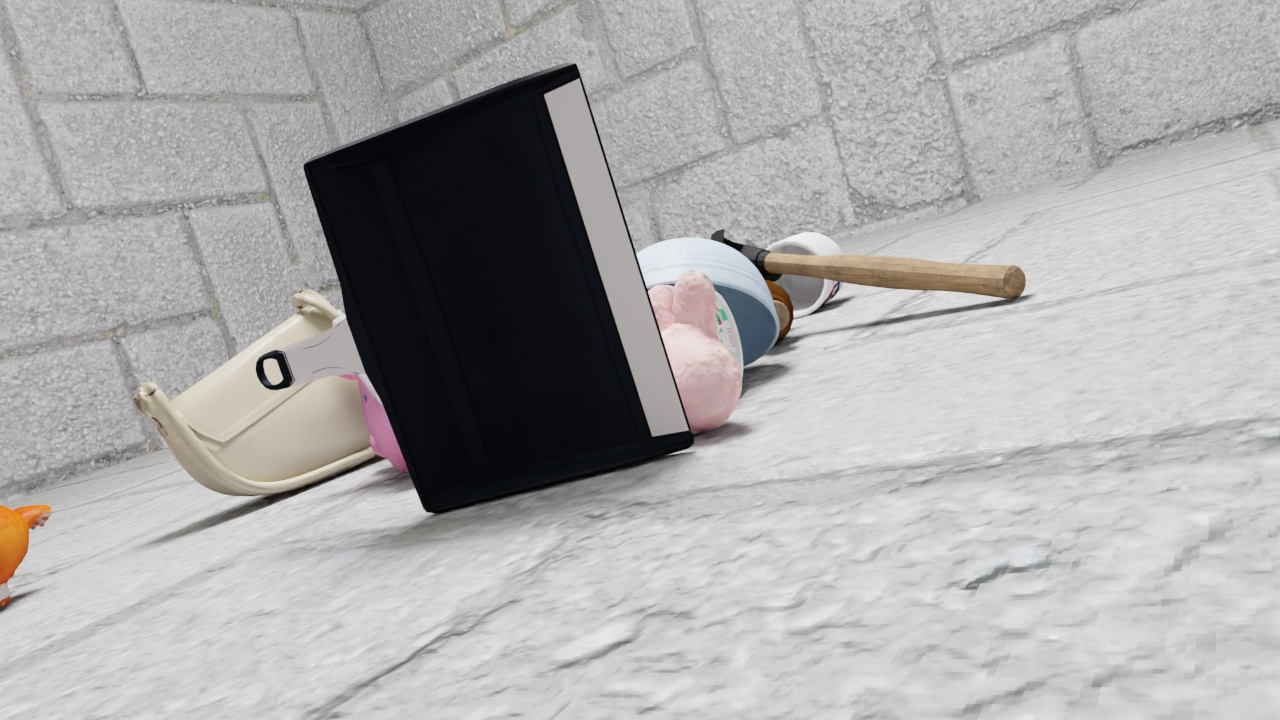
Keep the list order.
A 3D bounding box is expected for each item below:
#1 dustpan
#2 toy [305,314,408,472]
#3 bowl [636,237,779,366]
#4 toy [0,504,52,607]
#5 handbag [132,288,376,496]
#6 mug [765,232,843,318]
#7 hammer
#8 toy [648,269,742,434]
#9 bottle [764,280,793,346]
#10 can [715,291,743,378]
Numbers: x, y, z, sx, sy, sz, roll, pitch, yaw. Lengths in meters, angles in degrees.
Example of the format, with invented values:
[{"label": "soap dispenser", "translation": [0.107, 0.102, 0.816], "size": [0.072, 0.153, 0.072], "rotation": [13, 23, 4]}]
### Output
[{"label": "dustpan", "translation": [-0.131, -0.024, 0.577], "size": [0.274, 0.236, 0.079], "rotation": [-13, 9, 35]}, {"label": "toy", "translation": [-0.213, 0.027, 0.837], "size": [0.186, 0.128, 0.265], "rotation": [7, 18, -15]}, {"label": "bowl", "translation": [0.040, -0.053, 0.772], "size": [0.150, 0.074, 0.151], "rotation": [1, -31, 0]}, {"label": "toy", "translation": [-0.562, 0.174, 0.724], "size": [0.172, 0.093, 0.163], "rotation": [-29, 3, 3]}, {"label": "handbag", "translation": [-0.364, 0.047, 0.929], "size": [0.132, 0.184, 0.228], "rotation": [-14, 23, 45]}, {"label": "mug", "translation": [0.180, -0.096, 1.106], "size": [0.121, 0.091, 0.090], "rotation": [-33, -2, 28]}, {"label": "hammer", "translation": [0.190, -0.083, 0.833], "size": [0.132, 0.040, 0.306], "rotation": [7, 3, -44]}, {"label": "toy", "translation": [0.027, -0.004, 0.599], "size": [0.053, 0.105, 0.108], "rotation": [3, -11, -26]}, {"label": "bottle", "translation": [0.113, -0.046, 0.901], "size": [0.068, 0.068, 0.157], "rotation": [-17, 6, -4]}, {"label": "can", "translation": [-0.012, 0.003, 0.704], "size": [0.166, 0.088, 0.088], "rotation": [-14, 7, 23]}]
